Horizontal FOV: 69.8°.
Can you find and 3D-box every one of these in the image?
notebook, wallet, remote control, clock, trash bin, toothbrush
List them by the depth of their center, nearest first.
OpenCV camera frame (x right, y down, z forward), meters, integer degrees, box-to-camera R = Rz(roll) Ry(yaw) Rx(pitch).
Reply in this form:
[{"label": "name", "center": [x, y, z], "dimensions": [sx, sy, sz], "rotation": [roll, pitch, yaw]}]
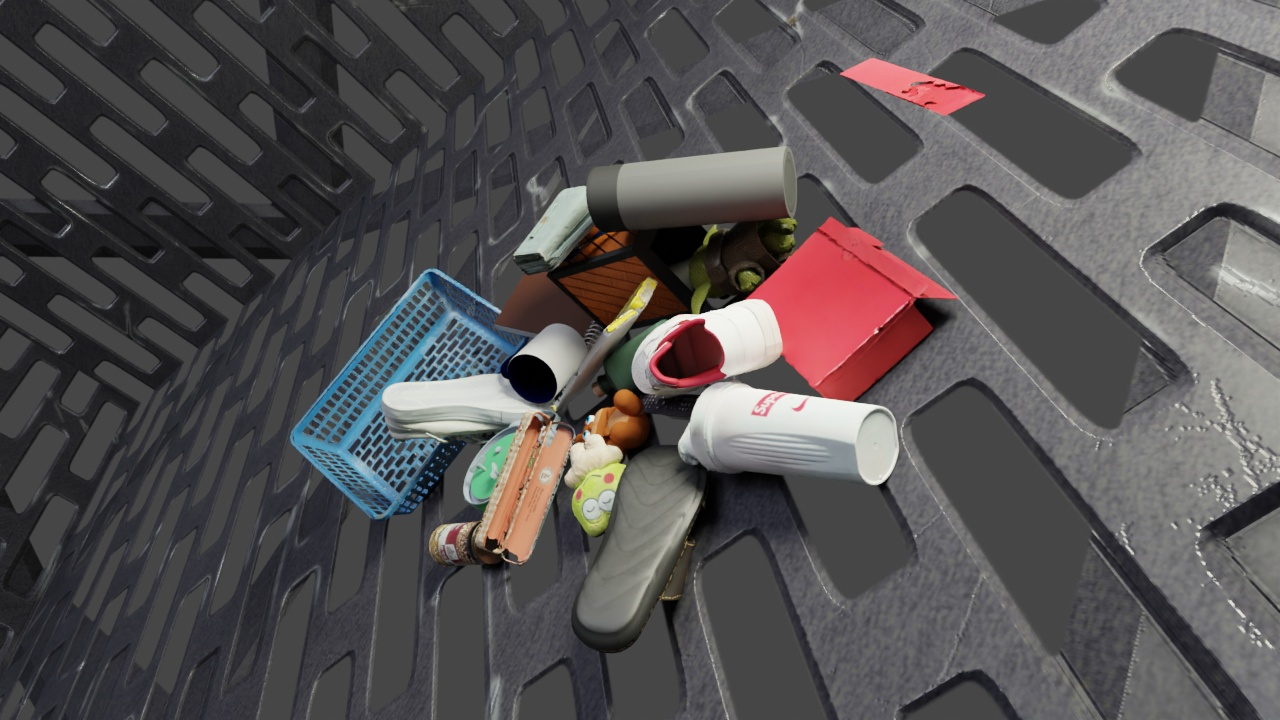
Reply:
[{"label": "remote control", "center": [0.036, 0.056, 1.116], "dimensions": [0.137, 0.015, 0.032], "rotation": [1, 55, 55]}, {"label": "toothbrush", "center": [-0.032, -0.183, 1.199], "dimensions": [0.189, 0.016, 0.017], "rotation": [-32, 24, 24]}, {"label": "clock", "center": [-0.164, 0.133, 1.219], "dimensions": [0.122, 0.075, 0.161], "rotation": [9, 61, 55]}, {"label": "wallet", "center": [-0.109, -0.172, 1.229], "dimensions": [0.131, 0.054, 0.101], "rotation": [-55, 22, -20]}, {"label": "trash bin", "center": [-0.002, -0.142, 1.269], "dimensions": [0.172, 0.139, 0.139], "rotation": [-10, 46, 46]}, {"label": "notebook", "center": [-0.102, -0.115, 1.401], "dimensions": [0.172, 0.022, 0.208], "rotation": [13, 59, 23]}]

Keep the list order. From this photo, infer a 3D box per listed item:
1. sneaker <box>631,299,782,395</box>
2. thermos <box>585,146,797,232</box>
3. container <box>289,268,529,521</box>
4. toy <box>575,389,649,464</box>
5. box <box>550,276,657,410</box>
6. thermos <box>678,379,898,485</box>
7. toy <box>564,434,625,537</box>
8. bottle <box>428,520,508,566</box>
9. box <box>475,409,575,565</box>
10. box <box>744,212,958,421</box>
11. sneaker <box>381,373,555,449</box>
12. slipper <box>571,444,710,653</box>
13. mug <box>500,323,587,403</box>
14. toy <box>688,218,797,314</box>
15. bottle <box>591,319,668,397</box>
[{"label": "sneaker", "center": [0.041, -0.002, 1.013], "dimensions": [0.104, 0.090, 0.237], "rotation": [-19, 3, -36]}, {"label": "thermos", "center": [0.061, -0.203, 1.103], "dimensions": [0.241, 0.082, 0.082], "rotation": [-1, 49, 21]}, {"label": "container", "center": [-0.349, 0.058, 1.450], "dimensions": [0.257, 0.089, 0.361], "rotation": [32, 80, 31]}, {"label": "toy", "center": [-0.042, 0.085, 1.136], "dimensions": [0.128, 0.065, 0.094], "rotation": [-20, 48, 46]}, {"label": "box", "center": [-0.049, -0.018, 1.203], "dimensions": [0.129, 0.036, 0.210], "rotation": [-51, 0, -41]}, {"label": "thermos", "center": [0.141, 0.071, 0.901], "dimensions": [0.221, 0.099, 0.099], "rotation": [3, 57, 47]}, {"label": "toy", "center": [-0.048, 0.142, 1.069], "dimensions": [0.092, 0.046, 0.115], "rotation": [-35, 62, 22]}, {"label": "bottle", "center": [-0.223, 0.238, 1.191], "dimensions": [0.105, 0.056, 0.056], "rotation": [-14, 44, 44]}, {"label": "box", "center": [-0.141, 0.157, 1.140], "dimensions": [0.042, 0.082, 0.186], "rotation": [0, 67, 52]}, {"label": "box", "center": [0.208, -0.050, 0.988], "dimensions": [0.153, 0.165, 0.214], "rotation": [-5, 29, -16]}, {"label": "sneaker", "center": [-0.242, 0.080, 1.311], "dimensions": [0.242, 0.091, 0.089], "rotation": [-1, 39, -7]}, {"label": "slipper", "center": [0.005, 0.191, 0.946], "dimensions": [0.113, 0.076, 0.267], "rotation": [1, 40, 22]}, {"label": "mug", "center": [-0.145, 0.004, 1.300], "dimensions": [0.112, 0.079, 0.096], "rotation": [-2, 27, 27]}, {"label": "toy", "center": [0.128, -0.132, 1.156], "dimensions": [0.153, 0.078, 0.178], "rotation": [-29, 33, 38]}, {"label": "bottle", "center": [-0.007, 0.007, 1.171], "dimensions": [0.131, 0.061, 0.061], "rotation": [-33, 0, 23]}]
